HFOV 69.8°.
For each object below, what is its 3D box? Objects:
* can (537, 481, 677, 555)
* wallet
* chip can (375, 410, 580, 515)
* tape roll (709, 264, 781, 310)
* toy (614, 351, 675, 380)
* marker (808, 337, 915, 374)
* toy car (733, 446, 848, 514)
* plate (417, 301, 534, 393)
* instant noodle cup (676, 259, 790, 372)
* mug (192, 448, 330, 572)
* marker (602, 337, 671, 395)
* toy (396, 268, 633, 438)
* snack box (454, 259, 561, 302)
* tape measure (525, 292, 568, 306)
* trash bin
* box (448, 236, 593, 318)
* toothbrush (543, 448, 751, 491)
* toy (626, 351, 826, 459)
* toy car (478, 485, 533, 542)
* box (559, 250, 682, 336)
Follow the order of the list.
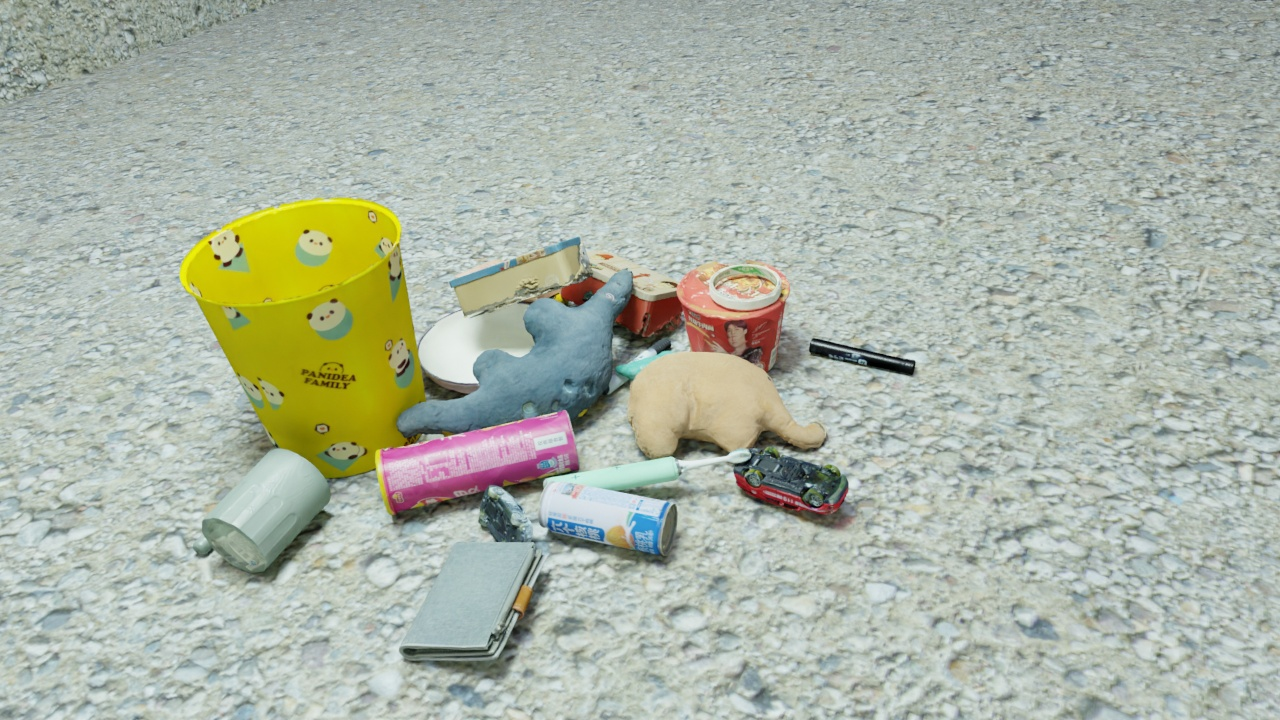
[{"bbox_3d":[-0.033,0.158,0.928,0.135,0.053,0.053,8,38,18],"label":"can"},{"bbox_3d":[-0.152,0.227,0.864,0.107,0.037,0.129,-4,33,20],"label":"wallet"},{"bbox_3d":[-0.175,0.110,1.000,0.210,0.071,0.071,-12,36,-10],"label":"chip can"},{"bbox_3d":[0.125,-0.088,1.096,0.086,0.014,0.085,-3,36,2],"label":"tape roll"},{"bbox_3d":[0.030,0.007,1.135,0.097,0.030,0.091,13,24,37],"label":"toy"},{"bbox_3d":[0.276,-0.006,1.146,0.132,0.020,0.022,13,41,24],"label":"marker"},{"bbox_3d":[0.156,0.127,0.953,0.121,0.045,0.052,14,41,33],"label":"toy car"},{"bbox_3d":[-0.193,-0.012,1.198,0.192,0.039,0.192,-4,35,2],"label":"plate"},{"bbox_3d":[0.116,-0.046,1.145,0.138,0.109,0.137,-3,35,2],"label":"instant noodle cup"},{"bbox_3d":[-0.403,0.160,0.963,0.124,0.084,0.103,-15,28,35],"label":"mug"},{"bbox_3d":[-0.007,0.007,1.168,0.130,0.018,0.023,-36,20,-36],"label":"marker"},{"bbox_3d":[-0.112,0.010,1.091,0.138,0.092,0.355,43,64,16],"label":"toy"},{"bbox_3d":[-0.182,-0.116,1.322,0.157,0.026,0.084,9,27,34],"label":"snack box"},{"bbox_3d":[-0.132,-0.074,1.284,0.057,0.029,0.059,-1,23,11],"label":"tape measure"},{"bbox_3d":[-0.360,-0.021,1.045,0.229,0.256,0.229,-3,36,2],"label":"trash bin"},{"bbox_3d":[-0.158,-0.104,1.181,0.184,0.059,0.089,-14,9,19],"label":"box"},{"bbox_3d":[0.006,0.119,0.972,0.224,0.026,0.027,-11,16,8],"label":"toothbrush"},{"bbox_3d":[0.097,0.050,1.044,0.226,0.083,0.143,-1,60,3],"label":"toy"},{"bbox_3d":[-0.137,0.164,0.946,0.034,0.043,0.090,12,16,-39],"label":"toy car"},{"bbox_3d":[-0.025,-0.087,1.254,0.168,0.077,0.091,28,28,35],"label":"box"}]
